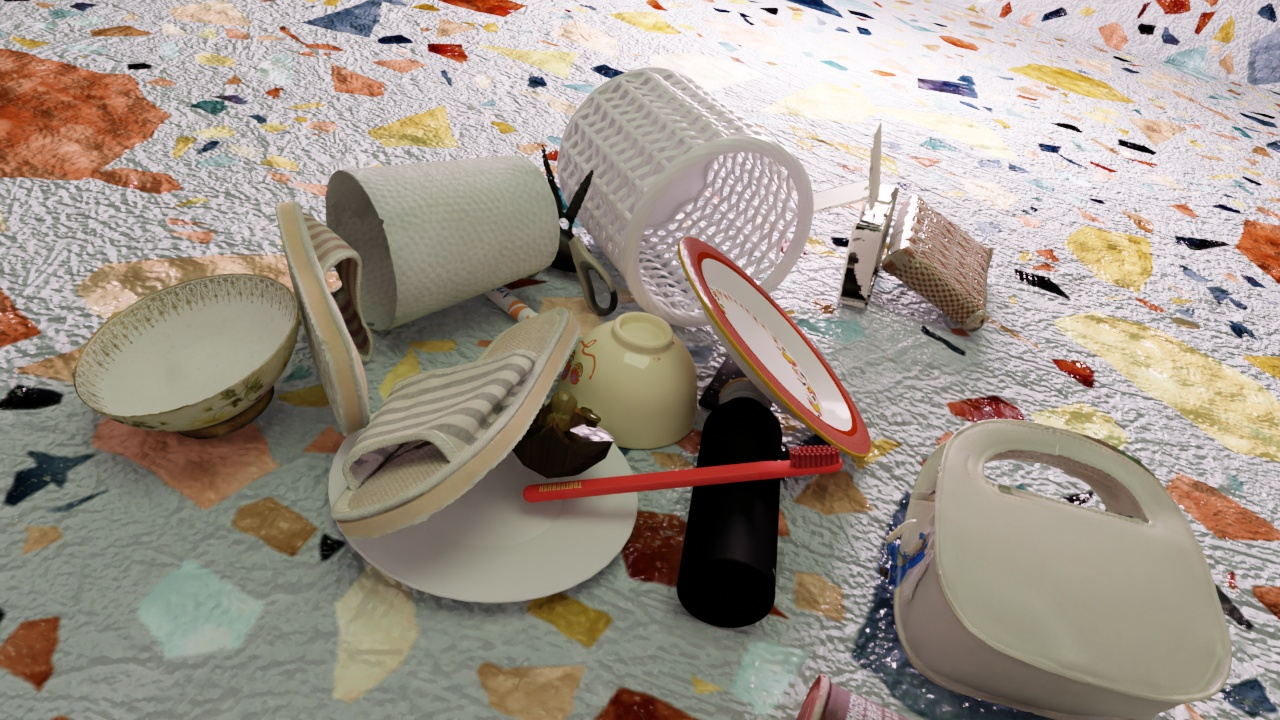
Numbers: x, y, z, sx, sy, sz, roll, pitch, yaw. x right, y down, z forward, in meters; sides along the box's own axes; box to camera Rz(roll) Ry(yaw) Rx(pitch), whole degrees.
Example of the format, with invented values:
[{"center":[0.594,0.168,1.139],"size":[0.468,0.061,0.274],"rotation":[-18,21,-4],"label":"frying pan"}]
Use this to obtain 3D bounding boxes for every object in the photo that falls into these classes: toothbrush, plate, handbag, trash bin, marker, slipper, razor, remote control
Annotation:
[{"center":[0.026,0.074,0.606],"size":[0.212,0.018,0.012],"rotation":[-6,32,5],"label":"toothbrush"},{"center":[-0.106,0.088,0.633],"size":[0.208,0.015,0.208],"rotation":[9,35,-6],"label":"plate"},{"center":[0.266,0.132,0.611],"size":[0.201,0.093,0.199],"rotation":[16,52,4],"label":"handbag"},{"center":[-0.164,-0.110,0.781],"size":[0.161,0.133,0.133],"rotation":[-20,46,-33],"label":"trash bin"},{"center":[-0.116,-0.050,0.824],"size":[0.017,0.017,0.145],"rotation":[-22,47,-40],"label":"marker"},{"center":[-0.116,0.024,0.625],"size":[0.115,0.054,0.271],"rotation":[-12,22,25],"label":"slipper"},{"center":[0.329,-0.107,1.012],"size":[0.124,0.047,0.185],"rotation":[38,36,-2],"label":"handbag"},{"center":[-0.230,-0.040,0.691],"size":[0.052,0.115,0.263],"rotation":[-15,37,-19],"label":"slipper"},{"center":[-0.115,-0.120,0.900],"size":[0.140,0.053,0.063],"rotation":[28,71,12],"label":"razor"},{"center":[0.088,0.007,0.817],"size":[0.030,0.009,0.139],"rotation":[22,35,12],"label":"remote control"},{"center":[0.105,-0.009,0.749],"size":[0.230,0.021,0.229],"rotation":[41,20,-19],"label":"plate"}]

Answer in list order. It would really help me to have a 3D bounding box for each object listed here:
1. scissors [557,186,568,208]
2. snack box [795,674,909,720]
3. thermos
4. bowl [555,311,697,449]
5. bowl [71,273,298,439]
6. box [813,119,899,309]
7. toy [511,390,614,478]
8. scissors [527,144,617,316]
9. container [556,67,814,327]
[{"center":[-0.098,-0.185,1.023],"size":[0.136,0.019,0.138],"rotation":[22,36,17],"label":"scissors"},{"center":[0.137,0.222,0.475],"size":[0.121,0.072,0.072],"rotation":[22,35,11],"label":"snack box"},{"center":[0.070,0.082,0.660],"size":[0.061,0.061,0.230],"rotation":[14,34,1],"label":"thermos"},{"center":[-0.004,0.004,0.734],"size":[0.118,0.074,0.117],"rotation":[9,35,-6],"label":"bowl"},{"center":[-0.296,0.007,0.627],"size":[0.145,0.063,0.145],"rotation":[-5,42,4],"label":"bowl"},{"center":[0.216,-0.169,0.968],"size":[0.099,0.184,0.143],"rotation":[14,31,15],"label":"box"},{"center":[-0.055,0.047,0.644],"size":[0.076,0.063,0.100],"rotation":[11,15,3],"label":"toy"},{"center":[-0.069,-0.109,0.829],"size":[0.158,0.171,0.012],"rotation":[-13,22,46],"label":"scissors"},{"center":[0.037,-0.160,0.880],"size":[0.189,0.190,0.186],"rotation":[-6,38,-26],"label":"container"}]
